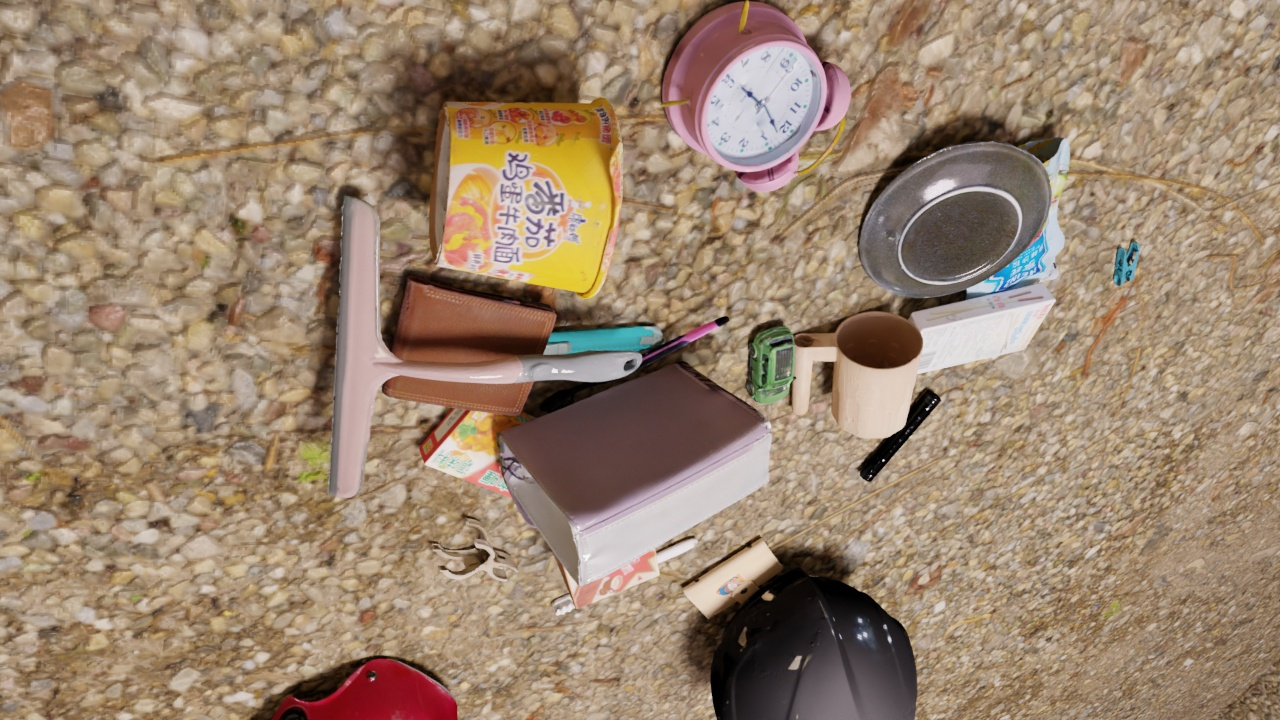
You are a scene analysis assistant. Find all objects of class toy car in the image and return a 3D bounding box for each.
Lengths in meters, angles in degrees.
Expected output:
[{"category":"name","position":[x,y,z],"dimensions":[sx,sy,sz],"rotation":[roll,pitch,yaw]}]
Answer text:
[{"category":"toy car","position":[0.129,0.008,0.896],"dimensions":[0.043,0.036,0.091],"rotation":[-17,137,-14]}]

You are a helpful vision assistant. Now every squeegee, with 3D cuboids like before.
[{"category":"squeegee","position":[-0.109,0.004,0.718],"dimensions":[0.249,0.040,0.248],"rotation":[0,116,-23]}]

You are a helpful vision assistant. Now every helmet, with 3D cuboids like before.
[{"category":"helmet","position":[-0.306,0.446,0.980],"dimensions":[0.240,0.143,0.207],"rotation":[-24,136,-5]},{"category":"helmet","position":[0.197,0.390,1.121],"dimensions":[0.275,0.233,0.230],"rotation":[-40,107,5]}]

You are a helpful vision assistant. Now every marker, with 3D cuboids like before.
[{"category":"marker","position":[0.297,0.088,1.058],"dimensions":[0.022,0.020,0.132],"rotation":[4,128,-47]}]

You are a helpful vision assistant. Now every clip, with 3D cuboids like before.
[{"category":"clip","position":[-0.170,0.200,0.912],"dimensions":[0.092,0.035,0.103],"rotation":[-24,142,-12]},{"category":"clip","position":[0.539,-0.107,1.016],"dimensions":[0.043,0.014,0.056],"rotation":[-25,135,-4]}]

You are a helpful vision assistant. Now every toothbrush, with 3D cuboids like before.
[{"category":"toothbrush","position":[-0.005,0.005,0.827],"dimensions":[0.189,0.014,0.018],"rotation":[-26,145,5]},{"category":"toothbrush","position":[-0.016,0.243,1.036],"dimensions":[0.180,0.016,0.016],"rotation":[-24,136,-6]}]

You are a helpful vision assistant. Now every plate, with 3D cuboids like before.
[{"category":"plate","position":[0.291,-0.119,0.844],"dimensions":[0.179,0.024,0.180],"rotation":[-4,138,-4]}]

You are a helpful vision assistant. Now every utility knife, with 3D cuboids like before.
[{"category":"utility knife","position":[-0.075,-0.012,0.791],"dimensions":[0.216,0.013,0.029],"rotation":[-4,128,-22]}]

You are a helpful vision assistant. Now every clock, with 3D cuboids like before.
[{"category":"clock","position":[0.093,-0.191,0.690],"dimensions":[0.158,0.059,0.117],"rotation":[23,115,-41]}]

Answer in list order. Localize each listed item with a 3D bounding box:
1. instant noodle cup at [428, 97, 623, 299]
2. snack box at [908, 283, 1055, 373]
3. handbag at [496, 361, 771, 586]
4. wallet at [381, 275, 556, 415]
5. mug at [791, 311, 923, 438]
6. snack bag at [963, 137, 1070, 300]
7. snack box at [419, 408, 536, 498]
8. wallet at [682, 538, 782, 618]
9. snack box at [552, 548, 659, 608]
[{"category":"instant noodle cup","position":[-0.083,-0.115,0.624],"dimensions":[0.109,0.138,0.138],"rotation":[3,126,-19]},{"category":"snack box","position":[0.344,-0.030,0.957],"dimensions":[0.156,0.026,0.085],"rotation":[-13,146,-13]},{"category":"handbag","position":[-0.006,0.088,0.797],"dimensions":[0.196,0.145,0.099],"rotation":[-24,137,-23]},{"category":"wallet","position":[-0.138,-0.010,0.739],"dimensions":[0.124,0.032,0.101],"rotation":[10,114,-27]},{"category":"mug","position":[0.214,0.017,0.923],"dimensions":[0.125,0.084,0.104],"rotation":[-1,134,6]},{"category":"snack bag","position":[0.368,-0.124,0.902],"dimensions":[0.110,0.039,0.191],"rotation":[-30,138,-6]},{"category":"snack box","position":[-0.117,0.086,0.843],"dimensions":[0.077,0.027,0.155],"rotation":[-47,132,15]},{"category":"wallet","position":[0.116,0.270,1.120],"dimensions":[0.115,0.024,0.087],"rotation":[-34,136,1]},{"category":"snack box","position":[-0.041,0.180,0.926],"dimensions":[0.094,0.077,0.093],"rotation":[-20,133,-11]}]
